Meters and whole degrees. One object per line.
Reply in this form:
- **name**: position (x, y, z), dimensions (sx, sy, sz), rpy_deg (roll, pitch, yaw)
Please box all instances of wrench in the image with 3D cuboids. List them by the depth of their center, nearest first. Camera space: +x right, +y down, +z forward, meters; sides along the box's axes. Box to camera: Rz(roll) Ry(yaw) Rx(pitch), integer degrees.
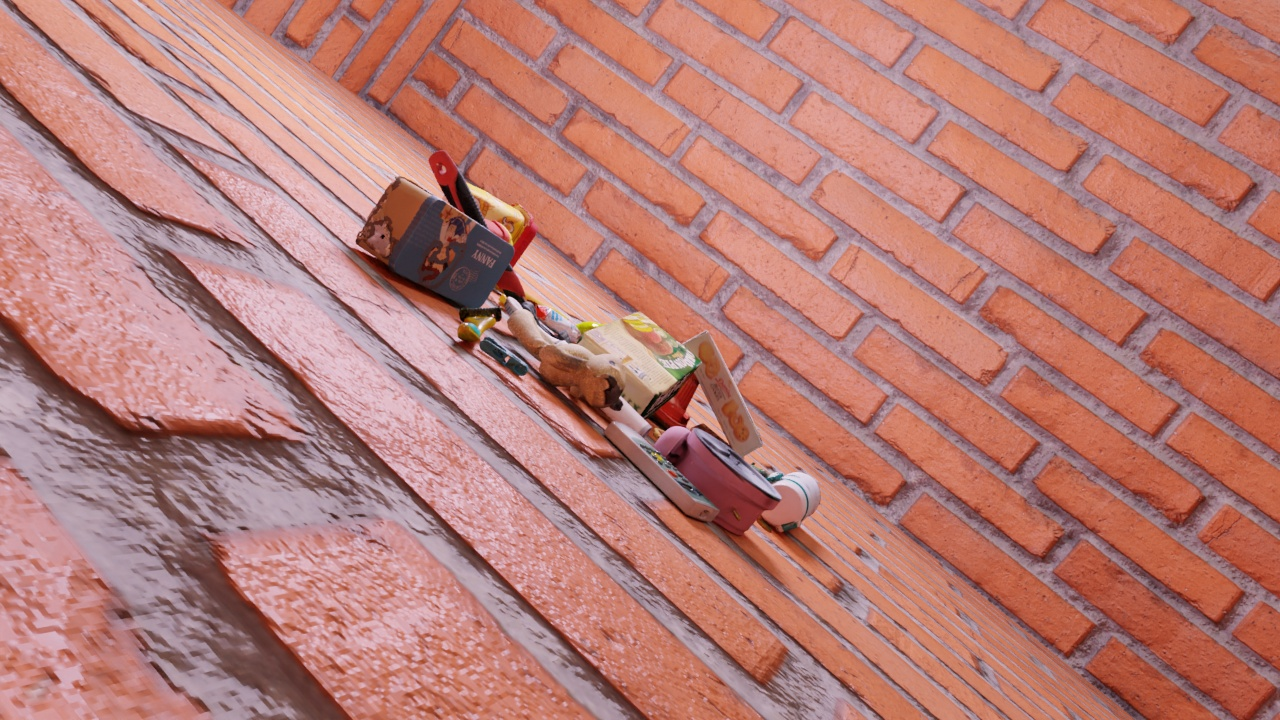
- **wrench**: position (-0.164, -0.116, 1.052), dimensions (0.273, 0.056, 0.016), rpy_deg (59, 38, -11)

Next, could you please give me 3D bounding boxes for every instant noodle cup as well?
- **instant noodle cup**: position (0.018, 0.025, 1.334), dimensions (0.164, 0.079, 0.188), rpy_deg (38, 6, 2)
- **instant noodle cup**: position (-0.236, -0.199, 1.355), dimensions (0.123, 0.116, 0.116), rpy_deg (33, 7, -30)

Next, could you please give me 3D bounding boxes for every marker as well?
- **marker**: position (-0.144, -0.051, 1.240), dimensions (0.124, 0.015, 0.018), rpy_deg (38, 6, -34)

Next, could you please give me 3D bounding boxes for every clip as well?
- **clip**: position (-0.132, -0.004, 0.888), dimensions (0.055, 0.013, 0.034), rpy_deg (38, 6, -10)

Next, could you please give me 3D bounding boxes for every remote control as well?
- **remote control**: position (0.019, 0.108, 0.907), dimensions (0.135, 0.019, 0.056), rpy_deg (41, 6, 34)

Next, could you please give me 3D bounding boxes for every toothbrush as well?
- **toothbrush**: position (-0.074, 0.007, 1.018), dimensions (0.221, 0.026, 0.026), rpy_deg (44, 36, 10)

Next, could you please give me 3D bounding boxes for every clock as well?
- **clock**: position (0.073, 0.119, 0.974), dimensions (0.158, 0.060, 0.117), rpy_deg (43, 8, 33)

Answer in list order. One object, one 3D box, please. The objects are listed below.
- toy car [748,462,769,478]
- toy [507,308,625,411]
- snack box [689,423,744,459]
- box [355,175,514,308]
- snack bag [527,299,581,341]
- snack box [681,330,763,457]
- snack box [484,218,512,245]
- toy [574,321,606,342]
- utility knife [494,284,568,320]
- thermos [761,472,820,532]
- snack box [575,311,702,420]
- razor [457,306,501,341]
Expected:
- **toy car**: position (0.141, 0.155, 1.211), dimensions (0.036, 0.043, 0.091), rpy_deg (40, 5, 30)
- **toy**: position (-0.079, -0.003, 0.965), dimensions (0.157, 0.066, 0.105), rpy_deg (34, -19, 26)
- **snack box**: position (0.107, 0.128, 1.320), dimensions (0.084, 0.026, 0.157), rpy_deg (39, 5, 9)
- **box**: position (-0.206, -0.117, 0.956), dimensions (0.063, 0.090, 0.184), rpy_deg (33, 4, 25)
- **snack bag**: position (-0.123, -0.055, 1.338), dimensions (0.104, 0.026, 0.048), rpy_deg (34, -2, -34)
- **snack box**: position (0.120, 0.046, 1.347), dimensions (0.178, 0.046, 0.182), rpy_deg (64, 5, 1)
- **snack box**: position (-0.209, -0.133, 1.099), dimensions (0.080, 0.091, 0.082), rpy_deg (27, 11, -34)
- **toy**: position (-0.063, -0.042, 1.397), dimensions (0.100, 0.031, 0.097), rpy_deg (3, -11, 5)
- **utility knife**: position (-0.168, -0.091, 1.341), dimensions (0.190, 0.033, 0.015), rpy_deg (34, 50, -43)
- **thermos**: position (0.200, 0.184, 1.229), dimensions (0.073, 0.073, 0.224), rpy_deg (39, 5, 15)
- **snack box**: position (-0.007, 0.007, 1.141), dimensions (0.114, 0.063, 0.239), rpy_deg (39, 17, 6)
- **razor**: position (-0.159, -0.033, 0.872), dimensions (0.043, 0.028, 0.132), rpy_deg (2, 8, -4)
